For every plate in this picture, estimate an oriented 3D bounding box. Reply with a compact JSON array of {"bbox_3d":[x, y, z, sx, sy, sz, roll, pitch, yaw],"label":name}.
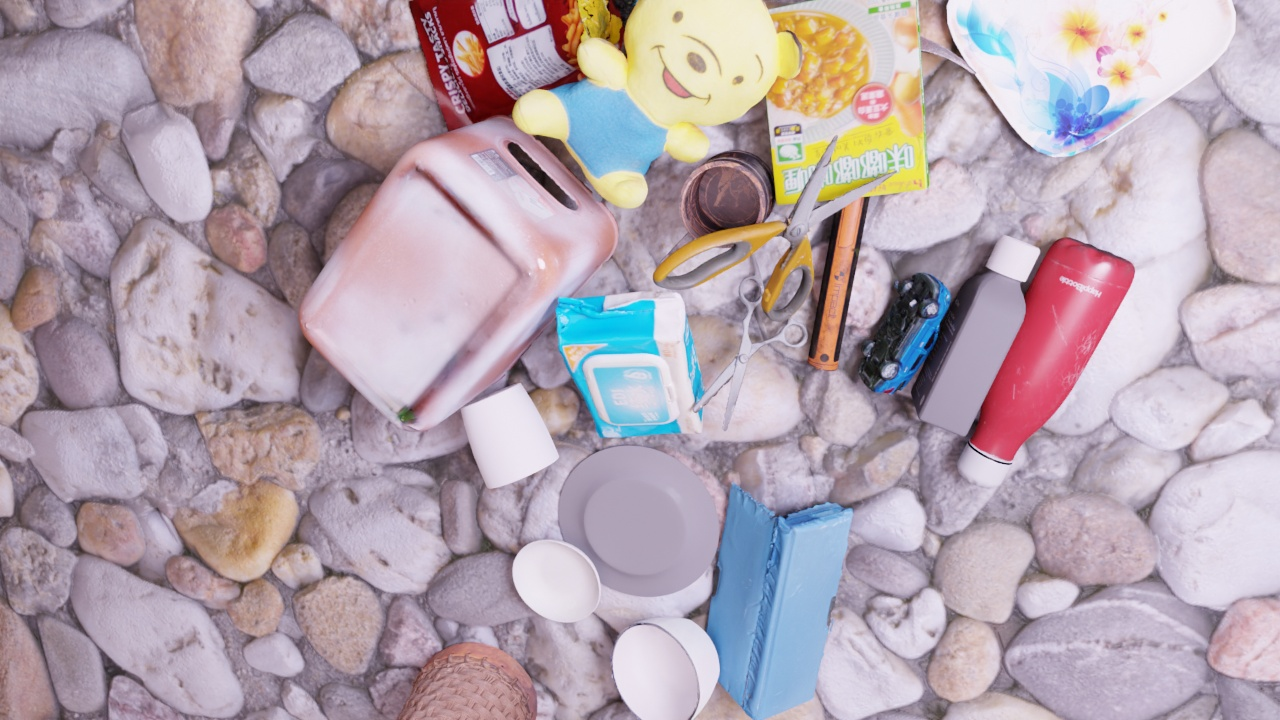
[{"bbox_3d":[-0.089,0.239,1.015,0.104,0.026,0.104,6,111,17],"label":"plate"},{"bbox_3d":[0.373,-0.287,0.770,0.187,0.016,0.187,-36,96,19],"label":"plate"},{"bbox_3d":[-0.005,0.176,0.984,0.178,0.012,0.178,4,108,14],"label":"plate"}]

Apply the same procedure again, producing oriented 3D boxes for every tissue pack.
[{"bbox_3d":[-0.005,0.005,0.862,0.117,0.065,0.209,-2,146,10],"label":"tissue pack"}]

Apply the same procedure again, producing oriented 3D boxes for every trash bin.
[{"bbox_3d":[-0.215,0.430,1.004,0.151,0.209,0.151,3,106,11],"label":"trash bin"},{"bbox_3d":[-0.175,-0.075,0.859,0.181,0.157,0.260,45,119,-2],"label":"trash bin"}]

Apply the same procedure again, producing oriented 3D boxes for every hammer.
[{"bbox_3d":[0.206,-0.139,0.837,0.138,0.034,0.315,13,110,16],"label":"hammer"}]

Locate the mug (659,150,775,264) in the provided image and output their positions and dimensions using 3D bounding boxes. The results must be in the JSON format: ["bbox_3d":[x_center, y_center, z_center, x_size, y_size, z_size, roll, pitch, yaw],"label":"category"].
[{"bbox_3d":[0.068,-0.134,0.833,0.080,0.107,0.116,43,110,-3],"label":"mug"}]

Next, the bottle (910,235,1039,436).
[{"bbox_3d":[0.304,-0.026,0.827,0.046,0.083,0.174,22,108,5],"label":"bottle"}]

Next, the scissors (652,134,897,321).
[{"bbox_3d":[0.111,-0.098,0.781,0.228,0.016,0.226,-14,146,-18],"label":"scissors"}]

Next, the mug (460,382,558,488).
[{"bbox_3d":[-0.149,0.080,0.966,0.114,0.080,0.087,-18,96,48],"label":"mug"}]

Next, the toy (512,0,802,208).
[{"bbox_3d":[0.015,-0.235,0.769,0.214,0.083,0.149,-39,116,21],"label":"toy"}]

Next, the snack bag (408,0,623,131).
[{"bbox_3d":[-0.123,-0.294,0.841,0.208,0.066,0.139,-10,109,31],"label":"snack bag"}]

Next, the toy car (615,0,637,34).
[{"bbox_3d":[-0.038,-0.345,0.830,0.048,0.032,0.105,-26,107,34],"label":"toy car"}]

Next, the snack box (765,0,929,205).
[{"bbox_3d":[0.174,-0.224,0.787,0.132,0.027,0.168,-2,106,23],"label":"snack box"}]

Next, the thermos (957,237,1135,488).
[{"bbox_3d":[0.356,0.010,0.831,0.073,0.073,0.240,22,110,5],"label":"thermos"}]

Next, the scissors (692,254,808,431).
[{"bbox_3d":[0.094,-0.018,0.876,0.141,0.014,0.147,-25,93,-17],"label":"scissors"}]

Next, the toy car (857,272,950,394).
[{"bbox_3d":[0.248,-0.024,0.857,0.043,0.056,0.120,15,116,-19],"label":"toy car"}]

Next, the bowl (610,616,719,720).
[{"bbox_3d":[0.033,0.327,0.982,0.116,0.065,0.116,6,100,36],"label":"bowl"}]

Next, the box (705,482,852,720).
[{"bbox_3d":[0.137,0.245,0.969,0.112,0.094,0.232,30,120,50],"label":"box"}]
